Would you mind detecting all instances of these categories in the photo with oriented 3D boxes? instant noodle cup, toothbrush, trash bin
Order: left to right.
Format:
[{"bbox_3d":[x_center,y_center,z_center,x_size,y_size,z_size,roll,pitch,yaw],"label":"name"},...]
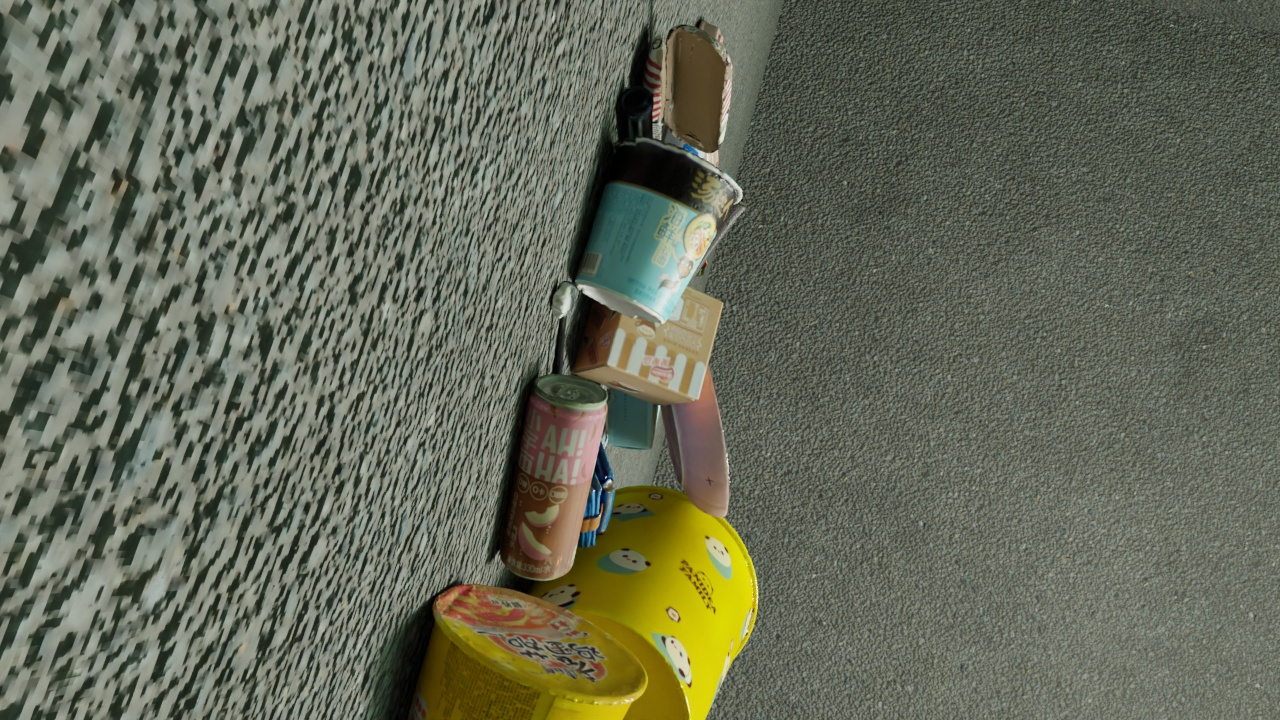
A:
[{"bbox_3d":[-0.078,0.215,0.552,0.138,0.138,0.110,-3,115,-84],"label":"instant noodle cup"},{"bbox_3d":[-0.066,0.017,0.708,0.018,0.016,0.181,-59,164,-49],"label":"toothbrush"},{"bbox_3d":[-0.017,0.266,0.867,0.254,0.230,0.230,-37,142,-73],"label":"trash bin"},{"bbox_3d":[-0.002,-0.172,0.803,0.213,0.027,0.026,89,2,-75],"label":"toothbrush"},{"bbox_3d":[0.008,-0.096,0.724,0.111,0.111,0.120,63,50,-82],"label":"instant noodle cup"}]

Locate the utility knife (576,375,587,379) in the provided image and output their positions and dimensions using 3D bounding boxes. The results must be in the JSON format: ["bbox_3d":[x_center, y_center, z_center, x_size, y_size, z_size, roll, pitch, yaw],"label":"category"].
[{"bbox_3d":[-0.045,-0.019,0.862,0.031,0.018,0.167,58,51,-74],"label":"utility knife"}]

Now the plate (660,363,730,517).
[{"bbox_3d":[0.047,0.062,0.910,0.192,0.039,0.192,168,-88,-85],"label":"plate"}]

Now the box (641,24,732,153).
[{"bbox_3d":[0.027,-0.216,0.799,0.088,0.076,0.163,-51,170,-12],"label":"box"}]

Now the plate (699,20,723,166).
[{"bbox_3d":[0.081,-0.289,1.108,0.229,0.028,0.229,6,88,-84],"label":"plate"}]

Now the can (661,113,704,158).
[{"bbox_3d":[0.038,-0.211,0.953,0.053,0.053,0.134,70,35,-80],"label":"can"}]

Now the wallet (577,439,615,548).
[{"bbox_3d":[-0.052,0.091,0.783,0.133,0.040,0.106,97,-22,-60],"label":"wallet"}]

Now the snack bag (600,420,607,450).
[{"bbox_3d":[-0.050,0.078,0.985,0.105,0.026,0.045,83,25,-70],"label":"snack bag"}]

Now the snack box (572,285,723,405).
[{"bbox_3d":[0.006,-0.020,0.813,0.077,0.092,0.094,-12,-121,62],"label":"snack box"}]

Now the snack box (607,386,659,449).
[{"bbox_3d":[-0.006,0.006,0.967,0.074,0.051,0.175,-78,171,-54],"label":"snack box"}]

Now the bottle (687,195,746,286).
[{"bbox_3d":[0.040,-0.102,0.978,0.195,0.044,0.079,-55,-167,21],"label":"bottle"}]

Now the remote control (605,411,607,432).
[{"bbox_3d":[-0.006,0.038,1.136,0.124,0.024,0.049,-50,155,-24],"label":"remote control"}]

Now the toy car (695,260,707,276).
[{"bbox_3d":[0.034,-0.125,1.058,0.155,0.041,0.071,-27,133,-46],"label":"toy car"}]

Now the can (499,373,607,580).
[{"bbox_3d":[-0.065,0.087,0.679,0.057,0.058,0.147,-60,164,-70],"label":"can"}]
